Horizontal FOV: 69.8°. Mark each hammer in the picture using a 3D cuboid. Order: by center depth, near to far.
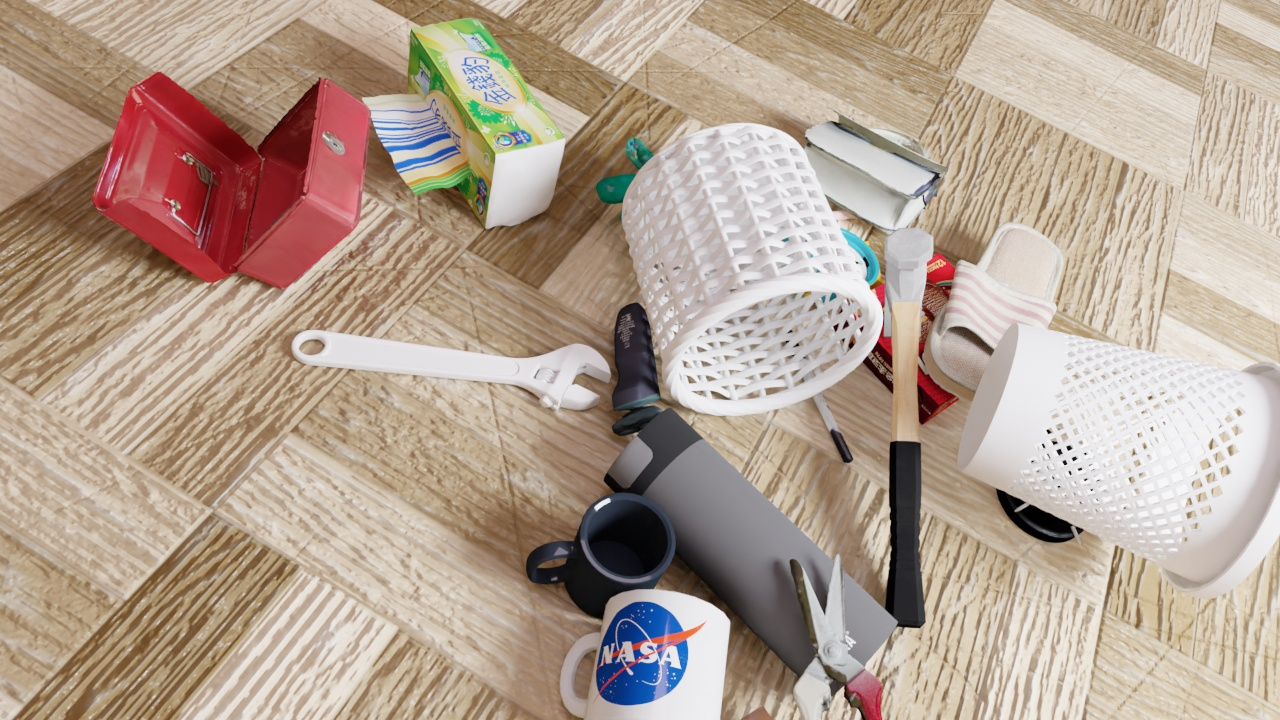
[{"bbox_3d":[0.226,0.057,0.784,0.039,0.131,0.327,1,71,14],"label":"hammer"}]

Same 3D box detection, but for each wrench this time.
[{"bbox_3d":[-0.161,0.003,0.798,0.273,0.018,0.066,7,54,-9],"label":"wrench"}]

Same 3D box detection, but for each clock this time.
[{"bbox_3d":[0.384,0.109,0.851,0.091,0.043,0.120,28,53,6],"label":"clock"},{"bbox_3d":[0.193,-0.101,0.951,0.129,0.044,0.099,0,55,-24],"label":"clock"}]

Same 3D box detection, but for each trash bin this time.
[{"bbox_3d":[0.383,0.064,0.751,0.200,0.196,0.194,20,52,11],"label":"trash bin"}]

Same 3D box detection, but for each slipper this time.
[{"bbox_3d":[0.360,-0.061,0.913,0.115,0.052,0.262,34,54,8],"label":"slipper"}]

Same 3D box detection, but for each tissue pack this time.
[{"bbox_3d":[-0.185,-0.227,0.898,0.141,0.120,0.197,-21,57,-28],"label":"tissue pack"}]

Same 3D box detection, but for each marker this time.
[{"bbox_3d":[0.166,0.030,0.869,0.011,0.011,0.152,-9,58,-20],"label":"marker"}]

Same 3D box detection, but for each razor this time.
[{"bbox_3d":[-0.005,0.005,0.820,0.047,0.052,0.142,-21,51,20],"label":"razor"}]

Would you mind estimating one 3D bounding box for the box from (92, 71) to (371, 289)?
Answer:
[{"bbox_3d":[-0.326,-0.167,0.785,0.170,0.156,0.156,-18,55,15],"label":"box"}]

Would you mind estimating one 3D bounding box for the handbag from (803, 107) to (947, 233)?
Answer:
[{"bbox_3d":[0.274,-0.233,1.042,0.151,0.074,0.175,36,45,18],"label":"handbag"}]

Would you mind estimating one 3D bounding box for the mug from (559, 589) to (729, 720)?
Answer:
[{"bbox_3d":[-0.001,0.223,0.648,0.121,0.091,0.089,-7,49,23],"label":"mug"}]

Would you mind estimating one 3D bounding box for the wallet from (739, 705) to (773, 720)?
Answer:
[{"bbox_3d":[0.085,0.311,0.626,0.087,0.013,0.121,-29,55,-15],"label":"wallet"}]

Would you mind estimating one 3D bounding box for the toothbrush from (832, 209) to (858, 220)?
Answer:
[{"bbox_3d":[0.203,-0.161,1.010,0.181,0.018,0.015,-9,53,-22],"label":"toothbrush"}]

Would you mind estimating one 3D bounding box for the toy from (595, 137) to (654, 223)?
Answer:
[{"bbox_3d":[0.037,-0.177,0.950,0.192,0.073,0.130,-25,67,-38],"label":"toy"}]

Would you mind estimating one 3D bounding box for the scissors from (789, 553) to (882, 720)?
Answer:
[{"bbox_3d":[0.138,0.242,0.628,0.185,0.015,0.179,36,75,14],"label":"scissors"}]

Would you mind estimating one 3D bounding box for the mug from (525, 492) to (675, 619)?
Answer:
[{"bbox_3d":[-0.033,0.149,0.689,0.105,0.078,0.071,-2,56,-16],"label":"mug"}]

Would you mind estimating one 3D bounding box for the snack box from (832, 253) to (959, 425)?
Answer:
[{"bbox_3d":[0.293,-0.026,0.927,0.151,0.036,0.132,-27,66,-29],"label":"snack box"}]

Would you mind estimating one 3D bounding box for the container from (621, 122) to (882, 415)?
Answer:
[{"bbox_3d":[0.091,-0.078,0.815,0.189,0.190,0.186,-3,55,-17],"label":"container"}]

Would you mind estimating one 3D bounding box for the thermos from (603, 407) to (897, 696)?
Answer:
[{"bbox_3d":[0.080,0.146,0.719,0.240,0.082,0.082,43,56,16],"label":"thermos"}]
